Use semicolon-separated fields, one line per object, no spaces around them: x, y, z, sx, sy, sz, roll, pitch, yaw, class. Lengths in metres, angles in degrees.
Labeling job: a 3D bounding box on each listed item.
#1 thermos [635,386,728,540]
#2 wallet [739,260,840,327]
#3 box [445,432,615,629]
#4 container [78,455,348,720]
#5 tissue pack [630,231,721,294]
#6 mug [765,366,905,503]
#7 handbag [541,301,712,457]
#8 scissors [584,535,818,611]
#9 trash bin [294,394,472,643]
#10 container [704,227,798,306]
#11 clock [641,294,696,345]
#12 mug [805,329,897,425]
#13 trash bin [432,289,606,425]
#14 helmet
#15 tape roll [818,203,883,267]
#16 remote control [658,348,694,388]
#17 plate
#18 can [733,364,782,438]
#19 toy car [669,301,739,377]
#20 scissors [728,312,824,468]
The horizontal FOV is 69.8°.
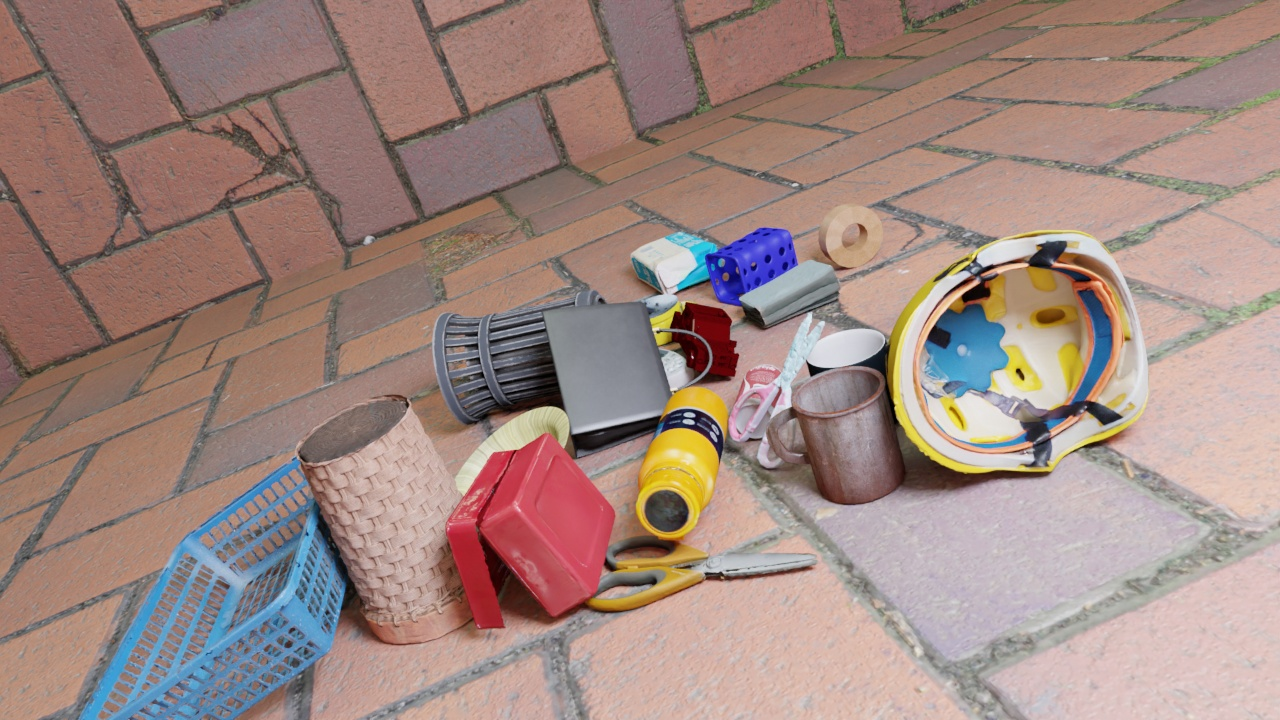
0.049;0.108;0.949;0.076;0.091;0.232;-28;12;18;thermos
0.214;-0.095;1.323;0.131;0.054;0.100;-24;14;-4;wallet
-0.101;0.159;0.897;0.127;0.137;0.157;-12;21;15;box
-0.411;0.240;0.970;0.257;0.089;0.362;-35;23;4;container
0.058;-0.174;1.611;0.117;0.066;0.209;-25;22;-9;tissue pack
0.187;0.076;0.890;0.123;0.110;0.096;-13;19;18;mug
-0.007;0.007;1.152;0.195;0.072;0.175;-14;62;-4;handbag
0.051;0.197;0.842;0.229;0.016;0.113;-7;27;29;scissors
-0.243;0.157;0.925;0.151;0.210;0.151;-17;24;7;trash bin
0.176;-0.148;1.431;0.113;0.085;0.084;-30;25;-25;container
0.035;-0.068;1.399;0.118;0.057;0.083;-31;25;-25;clock
0.245;0.020;0.979;0.121;0.094;0.085;-22;23;-6;mug
-0.154;-0.011;1.302;0.228;0.164;0.164;-12;24;10;trash bin
0.328;-0.007;0.859;0.240;0.209;0.139;-23;8;0;helmet
0.319;-0.190;1.394;0.094;0.094;0.027;-22;23;-6;tape roll
0.029;0.012;1.261;0.060;0.028;0.114;-28;23;-19;remote control
-0.148;0.136;1.084;0.185;0.036;0.184;-30;29;18;plate
0.139;0.046;1.063;0.054;0.054;0.096;-10;25;22;can
0.088;-0.035;1.247;0.070;0.062;0.169;10;19;-13;toy car
0.158;0.033;0.961;0.016;0.179;0.101;8;33;-42;scissors
